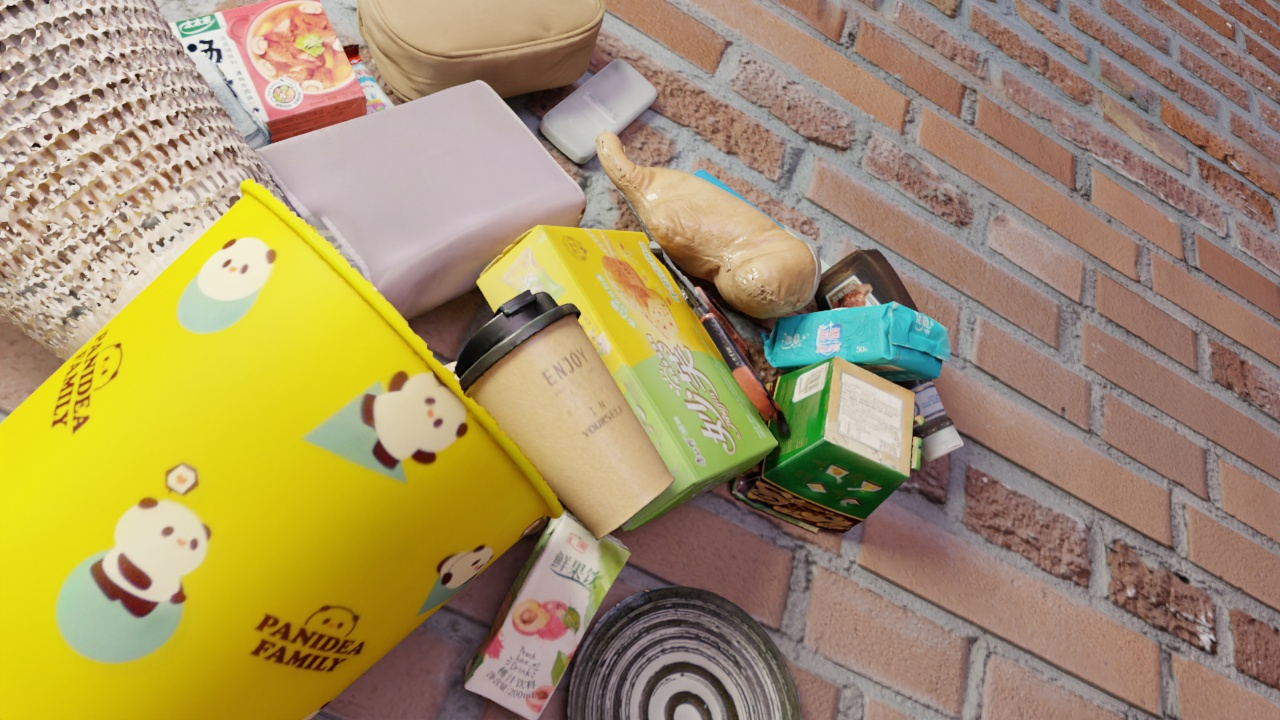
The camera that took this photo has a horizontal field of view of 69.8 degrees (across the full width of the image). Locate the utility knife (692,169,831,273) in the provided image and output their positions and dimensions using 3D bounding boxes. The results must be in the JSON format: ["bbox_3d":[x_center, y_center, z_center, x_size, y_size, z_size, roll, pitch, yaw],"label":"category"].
[{"bbox_3d":[0.120,-0.122,0.872,0.187,0.018,0.034,32,66,-9],"label":"utility knife"}]

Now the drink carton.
[{"bbox_3d":[-0.060,0.159,0.586,0.053,0.045,0.122,30,86,-11],"label":"drink carton"}]

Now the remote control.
[{"bbox_3d":[-0.037,-0.232,0.850,0.056,0.020,0.135,41,53,-3],"label":"remote control"}]

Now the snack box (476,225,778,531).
[{"bbox_3d":[-0.004,0.004,0.673,0.210,0.070,0.157,58,26,11],"label":"snack box"}]

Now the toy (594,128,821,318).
[{"bbox_3d":[0.054,-0.116,0.787,0.226,0.083,0.143,37,15,13],"label":"toy"}]

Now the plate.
[{"bbox_3d":[0.030,0.245,0.629,0.179,0.024,0.179,12,61,-22],"label":"plate"}]

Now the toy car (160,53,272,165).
[{"bbox_3d":[-0.292,-0.173,0.629,0.042,0.034,0.090,-37,81,-18],"label":"toy car"}]

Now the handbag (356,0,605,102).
[{"bbox_3d":[-0.139,-0.286,0.784,0.204,0.100,0.147,-23,69,-34],"label":"handbag"}]

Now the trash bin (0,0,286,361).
[{"bbox_3d":[-0.322,-0.104,0.536,0.192,0.228,0.226,50,53,-10],"label":"trash bin"}]

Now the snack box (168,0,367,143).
[{"bbox_3d":[-0.285,-0.223,0.692,0.113,0.044,0.127,-24,77,-20],"label":"snack box"}]

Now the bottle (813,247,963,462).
[{"bbox_3d":[0.226,-0.003,0.824,0.043,0.080,0.194,-11,70,-46],"label":"bottle"}]

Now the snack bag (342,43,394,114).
[{"bbox_3d":[-0.220,-0.210,0.742,0.045,0.026,0.105,-33,83,-42],"label":"snack bag"}]

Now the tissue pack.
[{"bbox_3d":[0.179,-0.012,0.769,0.093,0.134,0.050,16,75,-45],"label":"tissue pack"}]

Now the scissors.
[{"bbox_3d":[0.051,-0.037,0.707,0.226,0.015,0.188,56,10,-6],"label":"scissors"}]

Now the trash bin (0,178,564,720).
[{"bbox_3d":[-0.207,0.082,0.447,0.229,0.230,0.255,45,76,1],"label":"trash bin"}]

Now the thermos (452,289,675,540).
[{"bbox_3d":[-0.046,0.034,0.559,0.092,0.093,0.143,-35,85,-36],"label":"thermos"}]

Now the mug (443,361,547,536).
[{"bbox_3d":[-0.128,0.064,0.617,0.124,0.084,0.103,-3,63,-7],"label":"mug"}]

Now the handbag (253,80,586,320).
[{"bbox_3d":[-0.159,-0.109,0.670,0.196,0.099,0.145,-32,66,-34],"label":"handbag"}]

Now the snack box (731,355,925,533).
[{"bbox_3d":[0.153,0.061,0.738,0.117,0.106,0.118,23,55,-14],"label":"snack box"}]
